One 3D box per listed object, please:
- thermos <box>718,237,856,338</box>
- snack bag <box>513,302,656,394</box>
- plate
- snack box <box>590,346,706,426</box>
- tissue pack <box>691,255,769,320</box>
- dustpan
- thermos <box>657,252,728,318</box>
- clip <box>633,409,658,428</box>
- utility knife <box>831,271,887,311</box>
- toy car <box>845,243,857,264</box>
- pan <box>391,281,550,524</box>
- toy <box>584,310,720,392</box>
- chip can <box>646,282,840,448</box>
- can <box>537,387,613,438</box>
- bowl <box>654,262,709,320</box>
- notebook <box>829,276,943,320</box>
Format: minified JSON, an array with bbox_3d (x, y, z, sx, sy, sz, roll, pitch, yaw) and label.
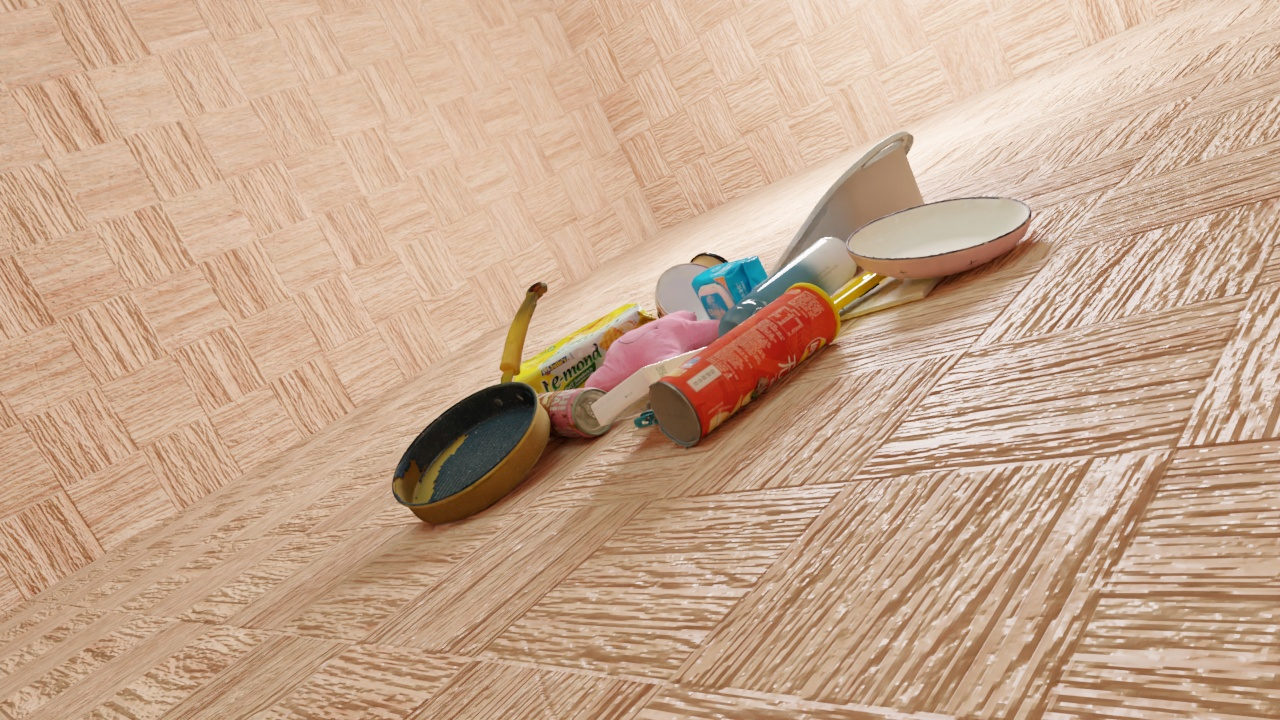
[{"bbox_3d":[0.170,-0.072,1.050,0.070,0.070,0.219,-15,16,48],"label":"thermos"},{"bbox_3d":[-0.083,-0.005,1.382,0.246,0.068,0.158,-31,11,0],"label":"snack bag"},{"bbox_3d":[0.323,-0.129,0.996,0.192,0.039,0.192,-15,21,6],"label":"plate"},{"bbox_3d":[0.027,0.022,0.951,0.085,0.027,0.156,-37,-13,38],"label":"snack box"},{"bbox_3d":[0.125,-0.083,1.203,0.063,0.090,0.140,-32,11,-17],"label":"tissue pack"},{"bbox_3d":[0.302,-0.232,1.363,0.222,0.142,0.258,-33,13,-30],"label":"dustpan"},{"bbox_3d":[0.089,-0.103,1.430,0.093,0.093,0.142,-15,24,48],"label":"thermos"},{"bbox_3d":[0.015,0.061,0.985,0.057,0.014,0.046,-19,12,48],"label":"clip"},{"bbox_3d":[0.232,-0.072,1.022,0.173,0.015,0.033,-33,13,-26],"label":"utility knife"},{"bbox_3d":[0.227,-0.112,1.237,0.158,0.042,0.070,-29,9,6],"label":"toy car"},{"bbox_3d":[-0.175,0.039,1.102,0.198,0.078,0.356,-11,35,34],"label":"pan"},{"bbox_3d":[0.018,-0.014,1.172,0.195,0.074,0.178,-14,20,43],"label":"toy"},{"bbox_3d":[0.105,0.000,0.895,0.216,0.073,0.073,-34,12,-32],"label":"chip can"},{"bbox_3d":[-0.087,0.064,1.102,0.057,0.058,0.148,-32,11,-28],"label":"can"},{"bbox_3d":[0.073,-0.078,1.324,0.113,0.113,0.062,-32,-23,-27],"label":"bowl"},{"bbox_3d":[0.260,-0.078,1.058,0.207,0.010,0.145,-16,16,46],"label":"notebook"}]
